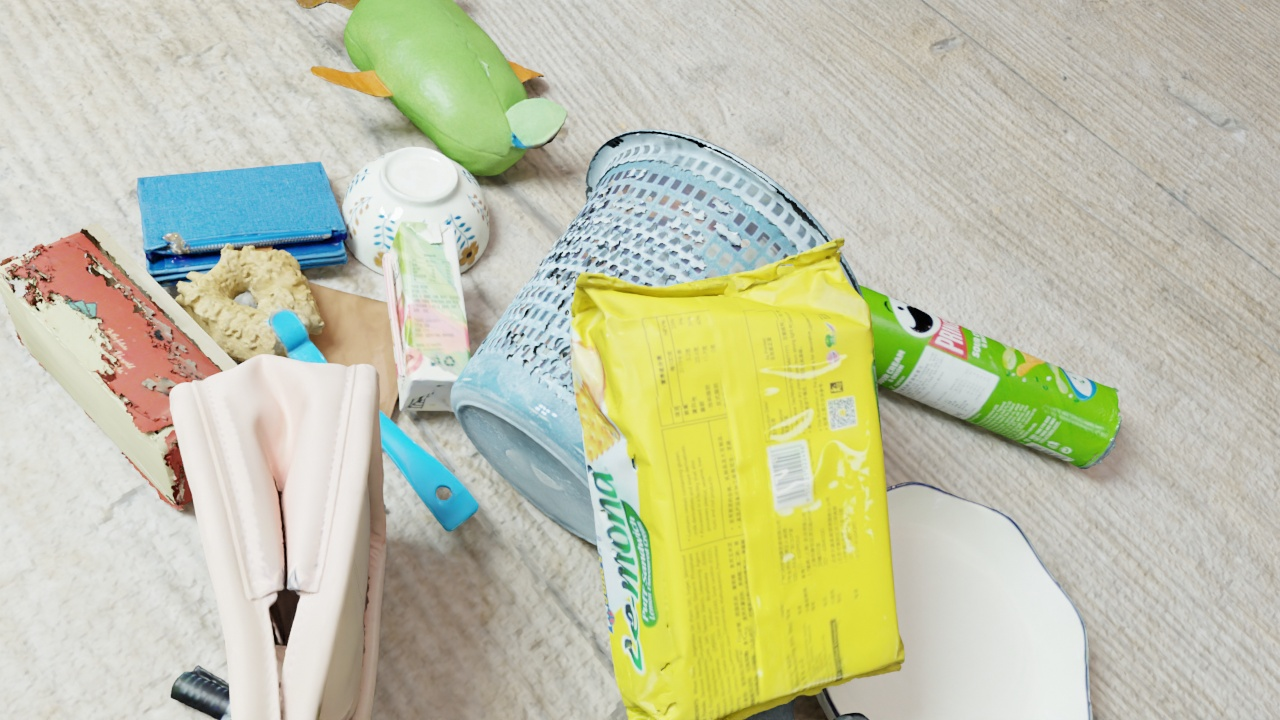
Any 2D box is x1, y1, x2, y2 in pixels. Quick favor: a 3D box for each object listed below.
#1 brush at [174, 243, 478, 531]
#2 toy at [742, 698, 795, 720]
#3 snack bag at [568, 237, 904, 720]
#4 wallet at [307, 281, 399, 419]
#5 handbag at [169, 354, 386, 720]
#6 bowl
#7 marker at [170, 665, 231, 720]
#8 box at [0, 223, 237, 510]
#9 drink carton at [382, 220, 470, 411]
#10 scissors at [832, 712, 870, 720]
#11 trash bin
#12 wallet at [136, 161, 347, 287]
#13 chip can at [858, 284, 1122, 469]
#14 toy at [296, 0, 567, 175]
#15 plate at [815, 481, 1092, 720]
[{"bbox_3d":[-0.197,0.014,0.581,0.254,0.046,0.083,41,57,16],"label":"brush"},{"bbox_3d":[0.027,0.272,0.463,0.138,0.092,0.355,26,54,14],"label":"toy"},{"bbox_3d":[0.056,0.068,0.473,0.157,0.068,0.246,-10,95,-19],"label":"snack bag"},{"bbox_3d":[-0.211,0.000,0.629,0.101,0.020,0.115,14,56,-7],"label":"wallet"},{"bbox_3d":[-0.162,0.135,0.432,0.093,0.194,0.233,-4,53,-16],"label":"handbag"},{"bbox_3d":[-0.169,-0.121,0.698,0.113,0.062,0.113,8,55,-12],"label":"bowl"},{"bbox_3d":[-0.190,0.200,0.495,0.131,0.018,0.022,24,44,1],"label":"marker"},{"bbox_3d":[-0.311,0.006,0.549,0.168,0.092,0.079,41,52,13],"label":"box"},{"bbox_3d":[-0.147,-0.030,0.624,0.045,0.054,0.122,0,63,-27],"label":"drink carton"},{"bbox_3d":[0.078,0.213,0.453,0.172,0.014,0.144,41,40,-20],"label":"scissors"},{"bbox_3d":[-0.003,0.003,0.583,0.226,0.227,0.194,37,67,11],"label":"trash bin"},{"bbox_3d":[-0.288,-0.102,0.665,0.133,0.040,0.106,-11,51,-23],"label":"wallet"},{"bbox_3d":[0.252,0.010,0.722,0.236,0.072,0.072,22,53,-1],"label":"chip can"},{"bbox_3d":[-0.173,-0.248,0.770,0.226,0.090,0.246,-21,67,-40],"label":"toy"},{"bbox_3d":[0.191,0.181,0.590,0.204,0.046,0.204,9,58,-15],"label":"plate"}]
